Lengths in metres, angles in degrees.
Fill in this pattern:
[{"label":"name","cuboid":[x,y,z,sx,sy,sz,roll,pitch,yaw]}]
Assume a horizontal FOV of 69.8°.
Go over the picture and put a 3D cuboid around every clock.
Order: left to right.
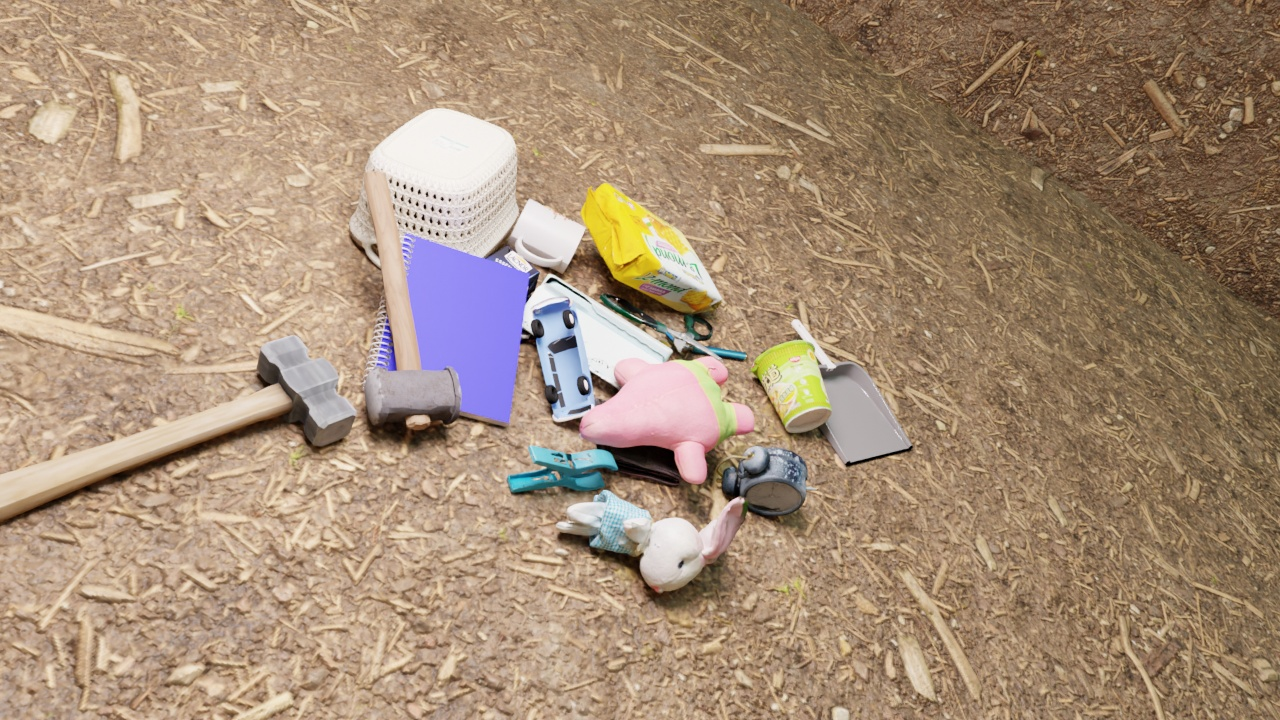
[{"label":"clock","cuboid":[0.155,0.148,1.156,0.129,0.090,0.052,25,44,-16]}]

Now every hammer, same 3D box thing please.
[{"label":"hammer","cuboid":[-0.431,0.069,0.858,0.117,0.051,0.321,47,42,17]},{"label":"hammer","cuboid":[-0.275,-0.075,1.038,0.098,0.052,0.328,0,64,-32]}]

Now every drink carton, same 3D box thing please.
[{"label":"drink carton","cuboid":[-0.195,-0.090,1.178,0.064,0.040,0.129,41,52,13]}]

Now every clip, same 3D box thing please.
[{"label":"clip","cuboid":[-0.077,0.113,1.027,0.126,0.113,0.028,15,42,-43]}]

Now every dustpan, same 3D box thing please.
[{"label":"dustpan","cuboid":[0.304,0.040,1.426,0.162,0.033,0.257,-6,52,-40]}]

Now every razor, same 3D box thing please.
[{"label":"razor","cuboid":[0.099,-0.017,1.354,0.143,0.022,0.042,13,22,-31]}]

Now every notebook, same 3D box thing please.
[{"label":"notebook","cuboid":[-0.226,-0.039,1.090,0.171,0.022,0.208,17,59,-22]}]

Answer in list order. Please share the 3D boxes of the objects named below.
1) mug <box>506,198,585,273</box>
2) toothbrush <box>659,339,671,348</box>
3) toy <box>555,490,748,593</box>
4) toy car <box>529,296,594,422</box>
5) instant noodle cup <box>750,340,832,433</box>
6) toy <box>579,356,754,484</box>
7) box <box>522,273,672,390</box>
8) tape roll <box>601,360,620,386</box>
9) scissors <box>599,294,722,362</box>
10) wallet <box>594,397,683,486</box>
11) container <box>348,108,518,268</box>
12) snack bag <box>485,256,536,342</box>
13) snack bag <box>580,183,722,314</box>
[{"label":"mug","cuboid":[-0.138,-0.169,1.304,0.089,0.074,0.105,26,38,-9]},{"label":"toothbrush","cuboid":[-0.017,-0.045,1.303,0.135,0.016,0.021,27,42,-9]},{"label":"toy","cuboid":[0.010,0.197,1.001,0.205,0.131,0.105,9,63,-11]},{"label":"toy car","cuboid":[-0.093,-0.002,1.131,0.054,0.056,0.153,18,58,-72]},{"label":"instant noodle cup","cuboid":[0.225,0.042,1.326,0.098,0.099,0.107,3,54,-34]},{"label":"toy","cuboid":[0.025,0.065,1.114,0.236,0.097,0.192,-11,57,-37]},{"label":"box","cuboid":[-0.057,-0.035,1.220,0.197,0.075,0.125,32,56,0]},{"label":"tape roll","cuboid":[-0.007,0.007,1.252,0.093,0.016,0.091,47,39,18]},{"label":"scissors","cuboid":[0.051,-0.050,1.324,0.202,0.015,0.203,33,19,22]},{"label":"wallet","cuboid":[-0.006,0.102,1.142,0.120,0.031,0.099,19,38,-27]},{"label":"container","cuboid":[-0.265,-0.227,1.221,0.184,0.143,0.245,20,37,3]},{"label":"snack bag","cuboid":[-0.178,-0.083,1.227,0.074,0.018,0.155,1,49,-32]},{"label":"snack bag","cuboid":[0.012,-0.157,1.355,0.247,0.068,0.159,22,35,-51]}]
